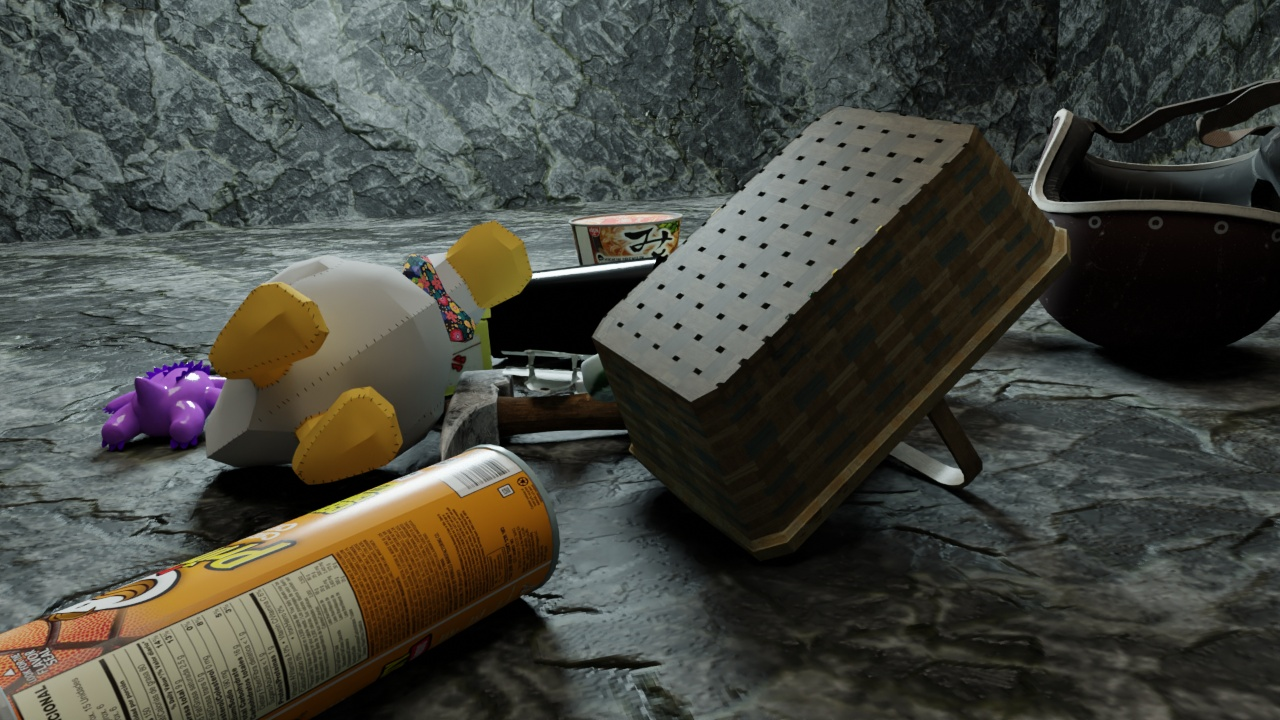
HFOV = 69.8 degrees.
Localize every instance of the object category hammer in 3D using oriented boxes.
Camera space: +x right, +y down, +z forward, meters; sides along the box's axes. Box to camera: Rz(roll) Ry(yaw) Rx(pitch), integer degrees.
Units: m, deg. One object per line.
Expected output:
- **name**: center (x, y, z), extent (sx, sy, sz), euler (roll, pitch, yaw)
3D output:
- **hammer**: center (0.013, 0.044, 0.633), extent (0.300, 0.037, 0.217), euler (-3, 14, -4)

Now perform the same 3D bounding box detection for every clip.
- **clip**: center (-0.063, -0.001, 0.670), extent (0.102, 0.046, 0.056), euler (2, 2, 15)

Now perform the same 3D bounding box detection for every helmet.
- **helmet**: center (0.452, -0.130, 0.776), extent (0.234, 0.253, 0.233), euler (8, -7, 19)

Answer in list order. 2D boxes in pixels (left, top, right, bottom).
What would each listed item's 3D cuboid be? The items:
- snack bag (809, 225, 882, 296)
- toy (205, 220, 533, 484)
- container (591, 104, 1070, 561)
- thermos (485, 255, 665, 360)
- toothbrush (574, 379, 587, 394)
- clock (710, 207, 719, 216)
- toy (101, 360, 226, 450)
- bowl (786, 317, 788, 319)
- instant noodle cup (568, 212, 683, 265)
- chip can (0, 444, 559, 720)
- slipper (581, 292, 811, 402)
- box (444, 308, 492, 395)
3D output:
- **snack bag**: center (0.208, -0.122, 0.967), extent (0.247, 0.068, 0.159), euler (17, 67, 33)
- **toy**: center (-0.192, -0.005, 0.628), extent (0.247, 0.141, 0.267), euler (-33, 10, 7)
- **container**: center (0.115, -0.004, 0.534), extent (0.249, 0.186, 0.157), euler (-44, 35, -10)
- **thermos**: center (-0.070, -0.046, 0.876), extent (0.199, 0.086, 0.086), euler (-5, 13, 19)
- **toothbrush**: center (-0.005, 0.005, 0.830), extent (0.016, 0.016, 0.180), euler (5, 15, 31)
- **clock**: center (0.126, -0.146, 1.186), extent (0.081, 0.117, 0.158), euler (4, 8, 38)
- **toy**: center (-0.368, 0.029, 0.721), extent (0.106, 0.056, 0.088), euler (-2, 16, 4)
- **bowl**: center (0.169, -0.005, 0.733), extent (0.118, 0.062, 0.118), euler (-4, 11, 1)
- **instant noodle cup**: center (-0.013, -0.095, 1.005), extent (0.123, 0.122, 0.123), euler (-3, 14, 1)
- **chip can**: center (-0.132, 0.100, 0.360), extent (0.075, 0.075, 0.214), euler (8, 18, 37)
- **slipper**: center (0.041, -0.037, 0.662), extent (0.104, 0.074, 0.244), euler (-27, -1, 39)
- **box**: center (-0.222, -0.027, 0.868), extent (0.124, 0.082, 0.221), euler (-8, 16, -19)
